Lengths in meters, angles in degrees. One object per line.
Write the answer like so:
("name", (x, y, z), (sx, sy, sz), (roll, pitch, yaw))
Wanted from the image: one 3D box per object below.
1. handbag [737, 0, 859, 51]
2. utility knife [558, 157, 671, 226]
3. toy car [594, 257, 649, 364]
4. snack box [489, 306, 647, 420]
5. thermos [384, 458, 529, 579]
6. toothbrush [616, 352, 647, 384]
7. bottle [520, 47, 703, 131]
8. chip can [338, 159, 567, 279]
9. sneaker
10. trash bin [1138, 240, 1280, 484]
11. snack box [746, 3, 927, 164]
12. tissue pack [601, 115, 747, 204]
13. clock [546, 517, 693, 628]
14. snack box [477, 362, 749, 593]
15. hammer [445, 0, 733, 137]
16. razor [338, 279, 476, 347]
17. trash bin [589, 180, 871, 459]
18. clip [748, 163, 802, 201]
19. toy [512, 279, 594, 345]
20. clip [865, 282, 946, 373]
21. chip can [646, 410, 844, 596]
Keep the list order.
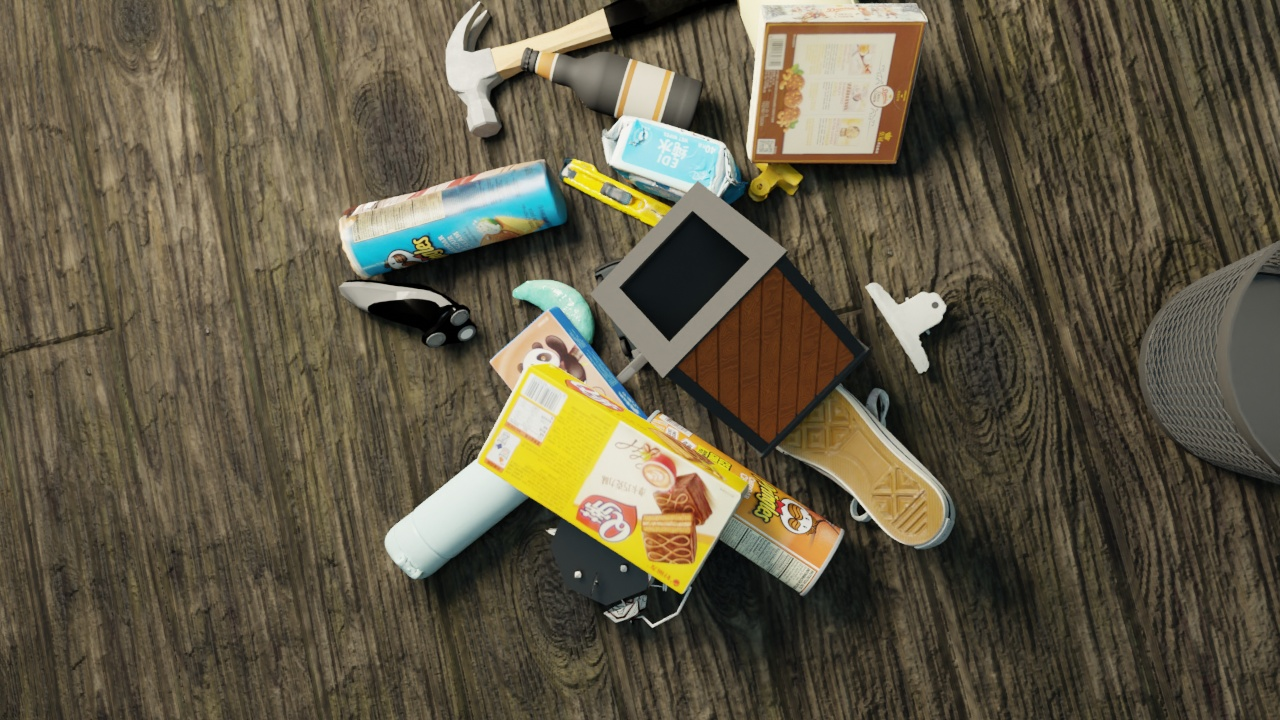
("handbag", (0.162, -0.337, 0.906), (0.111, 0.081, 0.119), (-22, 85, 16))
("utility knife", (-0.007, -0.167, 0.962), (0.179, 0.017, 0.030), (27, 102, 8))
("toy car", (-0.010, -0.050, 0.944), (0.046, 0.034, 0.112), (-20, 97, 13))
("snack box", (-0.073, 0.030, 0.931), (0.087, 0.034, 0.151), (-40, 88, 19))
("thermos", (-0.172, 0.145, 0.949), (0.207, 0.078, 0.065), (-39, 112, 5))
("toothbrush", (-0.006, 0.005, 0.934), (0.013, 0.013, 0.168), (41, 109, -14))
("bottle", (-0.031, -0.279, 0.926), (0.181, 0.059, 0.059), (16, 90, -3))
("chip can", (-0.195, -0.151, 0.964), (0.230, 0.079, 0.080), (-14, 85, 8))
("sneaker", (0.204, 0.085, 0.875), (0.241, 0.087, 0.118), (44, 109, 31))
("trash bin", (0.542, 0.003, 0.740), (0.218, 0.227, 0.217), (-1, 87, 11))
("snack box", (0.179, -0.256, 0.860), (0.147, 0.041, 0.143), (0, 132, 0))
("tissue pack", (0.035, -0.192, 0.914), (0.144, 0.092, 0.062), (19, 93, 11))
("clock", (-0.018, 0.199, 0.920), (0.154, 0.065, 0.115), (44, 96, 10))
("snack box", (-0.026, 0.106, 0.853), (0.230, 0.061, 0.110), (31, 99, 11))
("hammer", (-0.048, -0.349, 0.966), (0.328, 0.039, 0.131), (-17, 83, 9))
("razor", (-0.253, -0.059, 0.985), (0.156, 0.057, 0.060), (24, 63, 19))
("trash bin", (0.082, -0.034, 0.832), (0.140, 0.171, 0.139), (-46, 44, 5))
("clip", (0.131, -0.183, 0.930), (0.054, 0.044, 0.049), (43, 114, 8))
("toy", (-0.089, -0.036, 0.963), (0.085, 0.033, 0.105), (-11, 88, 19))
("clip", (0.271, -0.043, 0.906), (0.058, 0.050, 0.102), (-30, 83, 1))
("chip can", (0.086, 0.138, 0.898), (0.215, 0.075, 0.075), (33, 93, 11))
